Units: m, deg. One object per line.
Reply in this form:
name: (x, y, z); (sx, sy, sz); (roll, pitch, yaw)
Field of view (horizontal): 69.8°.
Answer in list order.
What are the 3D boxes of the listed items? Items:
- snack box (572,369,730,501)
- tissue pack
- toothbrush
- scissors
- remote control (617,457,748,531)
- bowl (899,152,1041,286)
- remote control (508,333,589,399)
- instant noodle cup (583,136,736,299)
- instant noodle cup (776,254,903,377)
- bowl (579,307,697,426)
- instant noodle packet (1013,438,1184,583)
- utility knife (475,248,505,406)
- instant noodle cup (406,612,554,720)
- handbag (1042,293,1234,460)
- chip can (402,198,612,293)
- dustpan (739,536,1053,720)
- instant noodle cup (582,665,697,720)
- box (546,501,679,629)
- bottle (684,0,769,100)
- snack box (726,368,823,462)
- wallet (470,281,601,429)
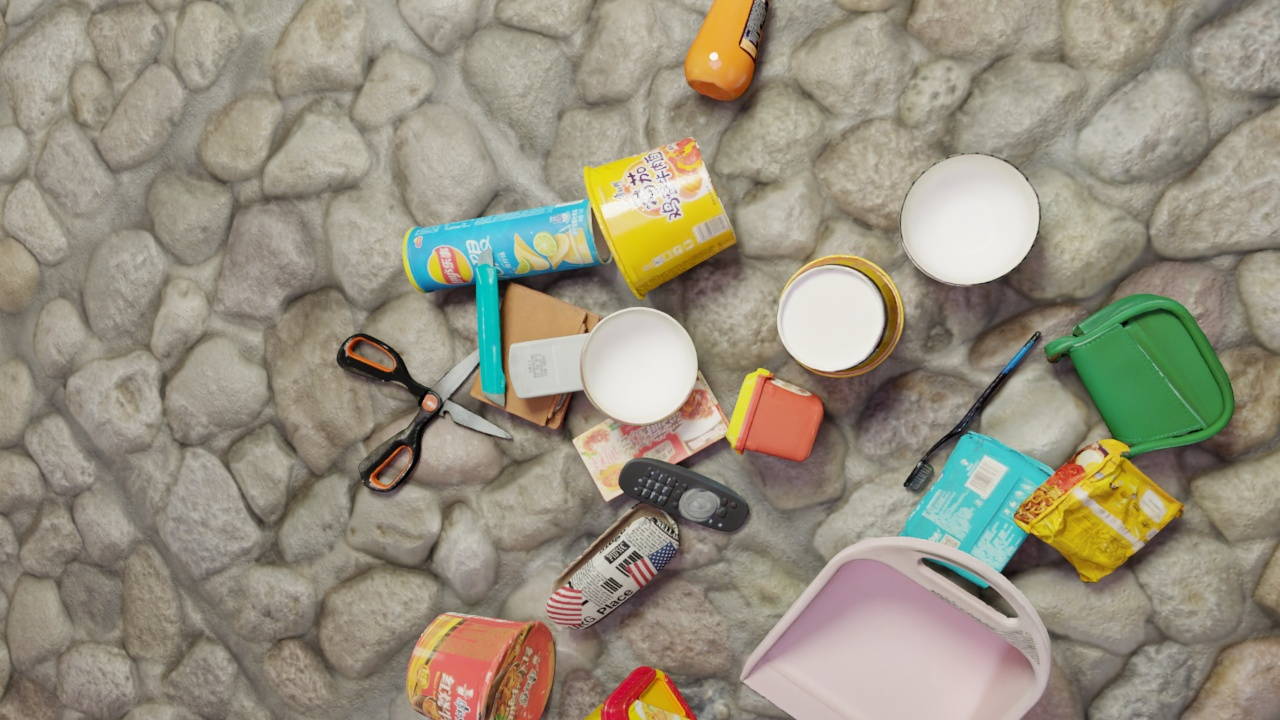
snack box: (0.012, 0.077, 0.942); (0.153, 0.025, 0.075); (-31, 84, 16)
tissue pack: (0.310, 0.138, 0.843); (0.093, 0.050, 0.133); (32, 102, 10)
toothbrush: (0.311, 0.049, 0.857); (0.016, 0.014, 0.190); (39, 103, 10)
scissors: (-0.251, 0.053, 1.021); (0.234, 0.021, 0.221); (30, 100, 11)
remote control: (0.043, 0.132, 0.924); (0.136, 0.024, 0.053); (23, 113, -7)
bowl: (0.293, -0.123, 0.823); (0.116, 0.066, 0.116); (1, 93, 17)
remote control: (-0.058, 0.002, 0.935); (0.150, 0.021, 0.058); (-8, 94, -5)
instant noodle cup: (0.022, -0.142, 0.875); (0.110, 0.138, 0.138); (-23, 87, 9)
instant noodle cup: (0.179, -0.039, 0.838); (0.118, 0.114, 0.118); (1, 94, 16)
bowl: (-0.005, 0.005, 0.898); (0.113, 0.062, 0.113); (0, 92, -8)
instant noodle packet: (0.397, 0.132, 0.794); (0.128, 0.044, 0.111); (36, 109, -28)
utility knife: (-0.153, -0.033, 0.941); (0.029, 0.013, 0.166); (5, 108, 16)
instant noodle cup: (-0.169, 0.330, 0.965); (0.109, 0.137, 0.138); (8, 96, 25)
handbag: (0.432, 0.013, 0.795); (0.120, 0.067, 0.131); (-28, 87, 24)
chip can: (-0.137, -0.118, 0.951); (0.210, 0.071, 0.071); (-6, 92, 17)
dustpan: (0.229, 0.278, 0.832); (0.222, 0.138, 0.274); (30, 101, 12)
instant noodle cup: (-0.016, 0.395, 0.933); (0.124, 0.115, 0.116); (-38, 83, 27)
box: (-0.029, 0.219, 0.935); (0.164, 0.082, 0.075); (-42, 88, 12)
bottle: (0.092, -0.328, 0.877); (0.067, 0.066, 0.149); (20, 92, 15)
snack box: (0.129, 0.056, 0.874); (0.080, 0.091, 0.082); (19, 98, 8)
wallet: (-0.111, -0.005, 0.969); (0.108, 0.031, 0.132); (21, 97, 10)
